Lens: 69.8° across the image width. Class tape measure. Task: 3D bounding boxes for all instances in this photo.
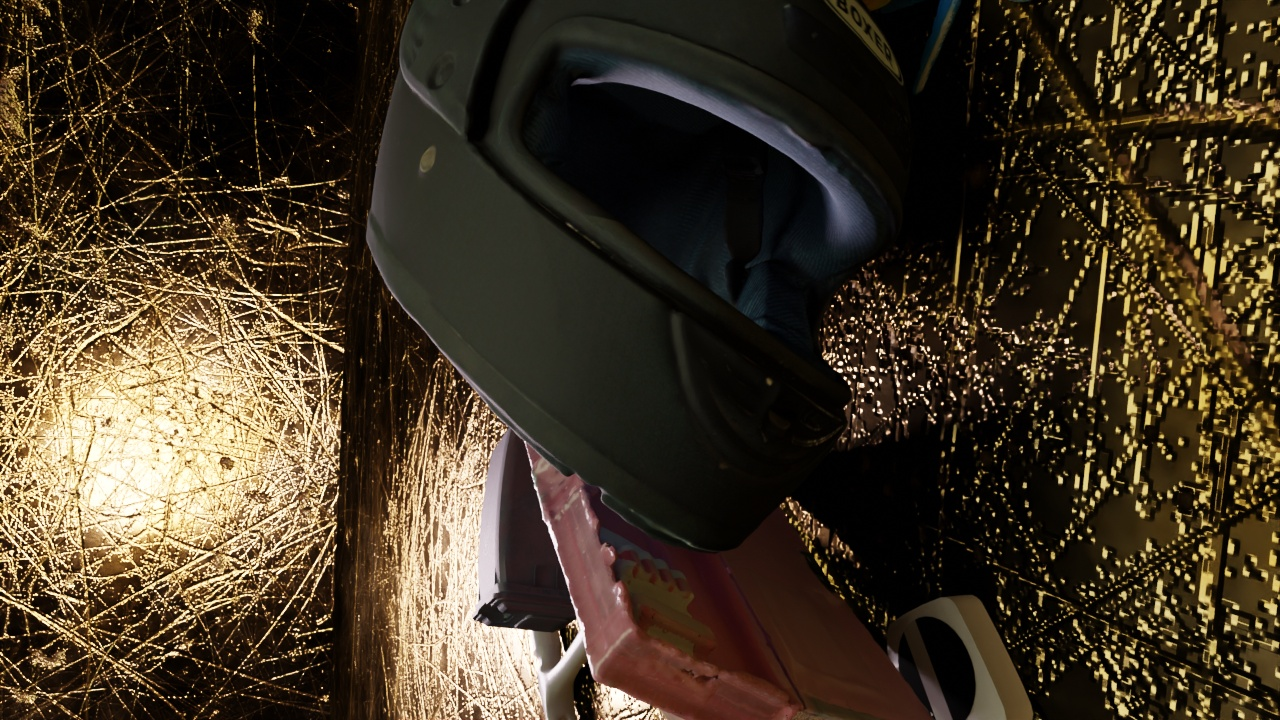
[{"bbox_3d":[0.140,0.144,0.415,0.064,0.016,0.065,123,140,-48],"label":"tape measure"}]

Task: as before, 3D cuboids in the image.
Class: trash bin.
[{"bbox_3d":[-0.084,0.143,0.777,0.094,0.092,0.160,130,146,-54],"label":"trash bin"}]

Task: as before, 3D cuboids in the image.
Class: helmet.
[{"bbox_3d":[0.011,-0.093,0.445,0.236,0.249,0.316,-53,37,8],"label":"helmet"}]

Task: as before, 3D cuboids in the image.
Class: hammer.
[{"bbox_3d":[-0.031,0.218,0.765,0.312,0.029,0.124,117,145,-42],"label":"hammer"}]

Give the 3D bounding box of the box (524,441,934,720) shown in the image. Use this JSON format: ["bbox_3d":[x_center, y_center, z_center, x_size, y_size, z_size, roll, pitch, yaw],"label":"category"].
[{"bbox_3d":[0.026,0.092,0.452,0.039,0.179,0.232,-55,25,13],"label":"box"}]

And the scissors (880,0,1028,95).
[{"bbox_3d":[0.153,-0.180,0.415,0.127,0.015,0.126,-117,37,-54],"label":"scissors"}]

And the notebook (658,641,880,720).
[{"bbox_3d":[0.061,0.164,0.562,0.215,0.034,0.190,-149,64,-62],"label":"notebook"}]

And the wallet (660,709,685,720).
[{"bbox_3d":[0.023,0.174,0.569,0.121,0.026,0.099,-165,77,-64],"label":"wallet"}]

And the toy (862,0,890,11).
[{"bbox_3d":[0.115,-0.217,0.444,0.096,0.041,0.094,116,155,-45],"label":"toy"}]
